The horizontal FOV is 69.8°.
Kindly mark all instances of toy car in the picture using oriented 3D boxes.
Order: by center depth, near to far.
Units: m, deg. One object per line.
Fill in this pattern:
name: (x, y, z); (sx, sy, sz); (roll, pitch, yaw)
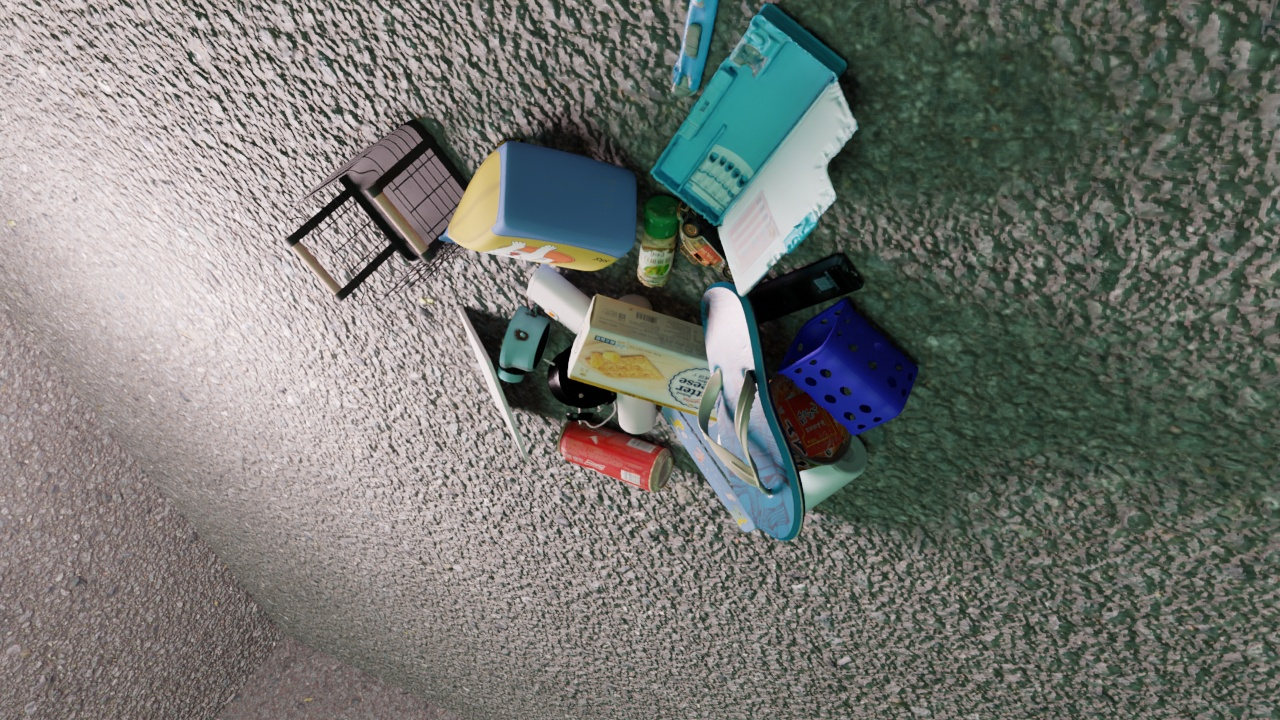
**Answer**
toy car: (0.073, -0.126, 0.990); (0.112, 0.047, 0.047); (45, 140, -13)

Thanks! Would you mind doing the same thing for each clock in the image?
clock: (-0.077, 0.033, 1.248); (0.043, 0.091, 0.121); (-11, 112, 57)
clock: (-0.161, -0.018, 1.261); (0.053, 0.089, 0.124); (19, 142, 4)

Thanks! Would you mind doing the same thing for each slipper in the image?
slipper: (0.104, 0.061, 1.007); (0.118, 0.060, 0.295); (-1, 103, 61)

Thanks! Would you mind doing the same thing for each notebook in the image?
notebook: (-0.217, 0.037, 1.361); (0.142, 0.009, 0.210); (53, 163, 46)

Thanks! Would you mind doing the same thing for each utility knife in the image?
utility knife: (0.052, -0.310, 0.832); (0.031, 0.015, 0.175); (22, 141, 9)

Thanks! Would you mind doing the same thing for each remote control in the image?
remote control: (0.168, -0.073, 0.997); (0.151, 0.022, 0.047); (-21, 117, 48)

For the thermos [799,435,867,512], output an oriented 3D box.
thermos: (0.211, 0.159, 1.185); (0.078, 0.065, 0.207); (21, 145, -10)

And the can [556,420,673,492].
can: (-0.038, 0.138, 1.355); (0.170, 0.067, 0.067); (17, 140, 22)

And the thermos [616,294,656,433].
thermos: (-0.007, 0.007, 1.197); (0.052, 0.052, 0.225); (20, 141, 19)

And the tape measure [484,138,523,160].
tape measure: (-0.154, -0.212, 1.060); (0.038, 0.062, 0.067); (9, 138, 32)

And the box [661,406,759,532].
box: (0.105, 0.128, 1.206); (0.209, 0.034, 0.128); (56, 144, 8)

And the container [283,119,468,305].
container: (-0.328, -0.178, 1.175); (0.242, 0.130, 0.163); (-13, 123, 45)

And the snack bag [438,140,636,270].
snack bag: (-0.119, -0.151, 1.023); (0.158, 0.102, 0.206); (8, 166, -29)

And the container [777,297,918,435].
container: (0.226, 0.009, 0.991); (0.113, 0.084, 0.085); (41, 144, -10)

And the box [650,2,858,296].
box: (0.117, -0.192, 0.866); (0.182, 0.071, 0.228); (55, 145, 10)

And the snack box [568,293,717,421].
snack box: (0.026, 0.001, 1.100); (0.208, 0.057, 0.104); (17, 139, -10)

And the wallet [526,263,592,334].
wallet: (-0.087, -0.068, 1.157); (0.115, 0.037, 0.118); (39, 169, -4)

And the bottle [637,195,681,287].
bottle: (0.019, -0.132, 1.031); (0.043, 0.043, 0.111); (25, 143, 13)

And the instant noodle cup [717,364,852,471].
instant noodle cup: (0.162, 0.086, 1.085); (0.123, 0.123, 0.122); (42, 138, -9)
